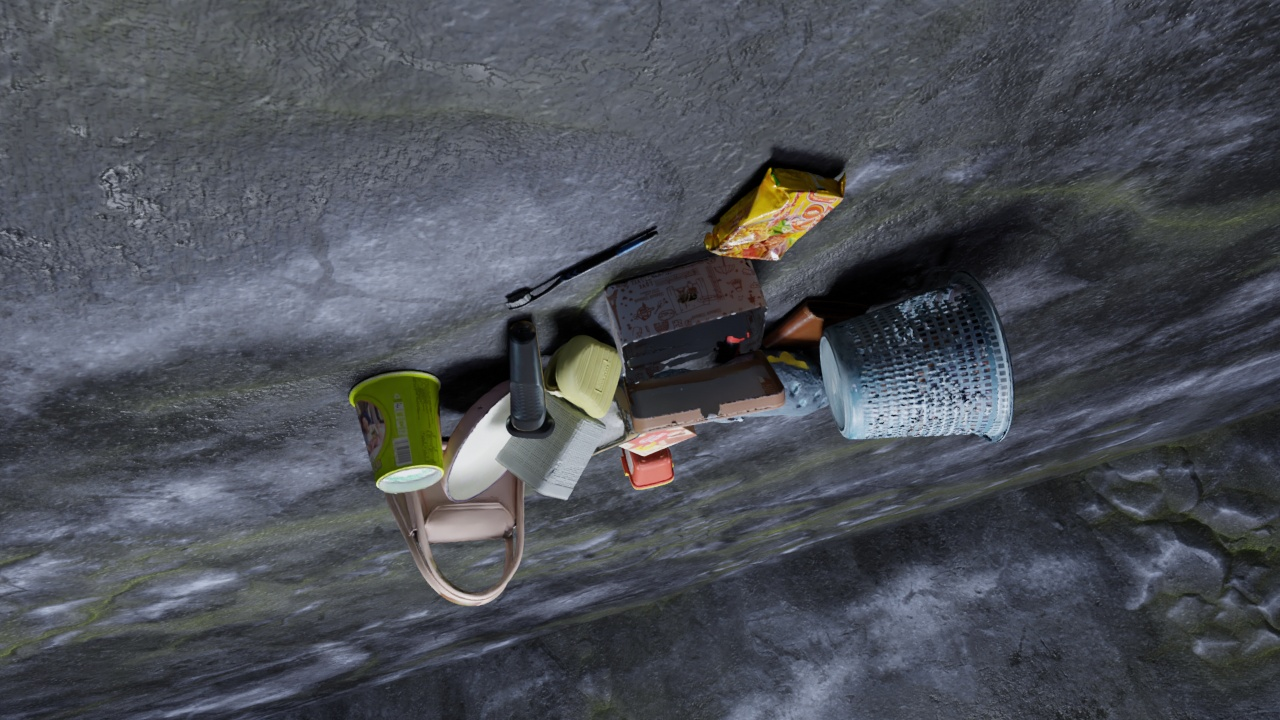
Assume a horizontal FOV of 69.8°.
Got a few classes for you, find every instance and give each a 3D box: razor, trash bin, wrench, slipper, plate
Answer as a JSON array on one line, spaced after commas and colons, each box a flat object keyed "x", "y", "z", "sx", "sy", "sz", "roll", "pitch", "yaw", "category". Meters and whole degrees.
[{"x": -0.136, "y": 0.024, "z": 1.104, "sx": 0.062, "sy": 0.067, "sz": 0.168, "roll": 3, "pitch": 130, "yaw": 3, "category": "razor"}, {"x": 0.344, "y": 0.011, "z": 1.190, "sx": 0.195, "sy": 0.226, "sz": 0.227, "roll": -10, "pitch": 157, "yaw": 2, "category": "trash bin"}, {"x": 0.140, "y": 0.007, "z": 1.333, "sx": 0.056, "sy": 0.016, "sz": 0.274, "roll": -19, "pitch": 157, "yaw": -2, "category": "wrench"}, {"x": -0.079, "y": 0.011, "z": 1.145, "sx": 0.082, "sy": 0.091, "sz": 0.190, "roll": 19, "pitch": 172, "yaw": 15, "category": "slipper"}, {"x": -0.197, "y": 0.096, "z": 1.198, "sx": 0.192, "sy": 0.039, "sz": 0.193, "roll": -48, "pitch": 162, "yaw": -22, "category": "plate"}]

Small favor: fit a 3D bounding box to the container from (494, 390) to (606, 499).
[{"x": -0.114, "y": 0.110, "z": 1.214, "sx": 0.114, "sy": 0.090, "sz": 0.090, "roll": -58, "pitch": 156, "yaw": 0, "category": "container"}]

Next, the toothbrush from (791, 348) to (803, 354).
[{"x": 0.159, "y": 0.024, "z": 1.345, "sx": 0.181, "sy": 0.018, "sz": 0.016, "roll": -22, "pitch": 160, "yaw": -8, "category": "toothbrush"}]

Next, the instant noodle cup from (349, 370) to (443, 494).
[{"x": -0.289, "y": 0.092, "z": 1.117, "sx": 0.111, "sy": 0.123, "sz": 0.112, "roll": -13, "pitch": 157, "yaw": -6, "category": "instant noodle cup"}]

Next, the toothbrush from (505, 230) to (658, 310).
[{"x": -0.065, "y": -0.096, "z": 0.978, "sx": 0.190, "sy": 0.014, "sz": 0.016, "roll": -25, "pitch": 132, "yaw": 19, "category": "toothbrush"}]

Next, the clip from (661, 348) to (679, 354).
[{"x": 0.034, "y": -0.016, "z": 1.219, "sx": 0.040, "sy": 0.014, "sz": 0.056, "roll": -25, "pitch": 153, "yaw": 23, "category": "clip"}]

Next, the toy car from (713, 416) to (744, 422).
[{"x": 0.129, "y": 0.082, "z": 1.458, "sx": 0.049, "sy": 0.031, "sz": 0.105, "roll": 2, "pitch": 169, "yaw": 31, "category": "toy car"}]

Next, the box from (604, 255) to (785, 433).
[{"x": 0.063, "y": 0.002, "z": 1.068, "sx": 0.182, "sy": 0.177, "sz": 0.153, "roll": -15, "pitch": 156, "yaw": -2, "category": "box"}]

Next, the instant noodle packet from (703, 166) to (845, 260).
[{"x": 0.142, "y": -0.151, "z": 0.948, "sx": 0.110, "sy": 0.044, "sz": 0.129, "roll": -4, "pitch": 154, "yaw": -35, "category": "instant noodle packet"}]

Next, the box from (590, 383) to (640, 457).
[{"x": -0.096, "y": 0.103, "z": 1.297, "sx": 0.185, "sy": 0.089, "sz": 0.061, "roll": -22, "pitch": 175, "yaw": 21, "category": "box"}]

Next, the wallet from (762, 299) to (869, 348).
[{"x": 0.243, "y": -0.045, "z": 1.264, "sx": 0.124, "sy": 0.032, "sz": 0.101, "roll": 1, "pitch": 154, "yaw": -32, "category": "wallet"}]

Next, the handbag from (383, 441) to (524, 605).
[{"x": -0.254, "y": 0.234, "z": 1.319, "sx": 0.193, "sy": 0.234, "sz": 0.094, "roll": 3, "pitch": 149, "yaw": -37, "category": "handbag"}]

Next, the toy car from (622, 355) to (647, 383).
[{"x": -0.007, "y": 0.007, "z": 1.210, "sx": 0.034, "sy": 0.042, "sz": 0.090, "roll": -2, "pitch": 159, "yaw": 9, "category": "toy car"}]

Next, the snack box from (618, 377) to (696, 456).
[{"x": 0.015, "y": 0.083, "z": 1.347, "sx": 0.093, "sy": 0.077, "sz": 0.094, "roll": -23, "pitch": 155, "yaw": 18, "category": "snack box"}]

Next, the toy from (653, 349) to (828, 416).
[{"x": 0.182, "y": 0.036, "z": 1.296, "sx": 0.355, "sy": 0.091, "sz": 0.138, "roll": 5, "pitch": 164, "yaw": -35, "category": "toy"}]

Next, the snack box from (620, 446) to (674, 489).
[{"x": 0.010, "y": 0.152, "z": 1.490, "sx": 0.082, "sy": 0.091, "sz": 0.080, "roll": -13, "pitch": 150, "yaw": -7, "category": "snack box"}]
